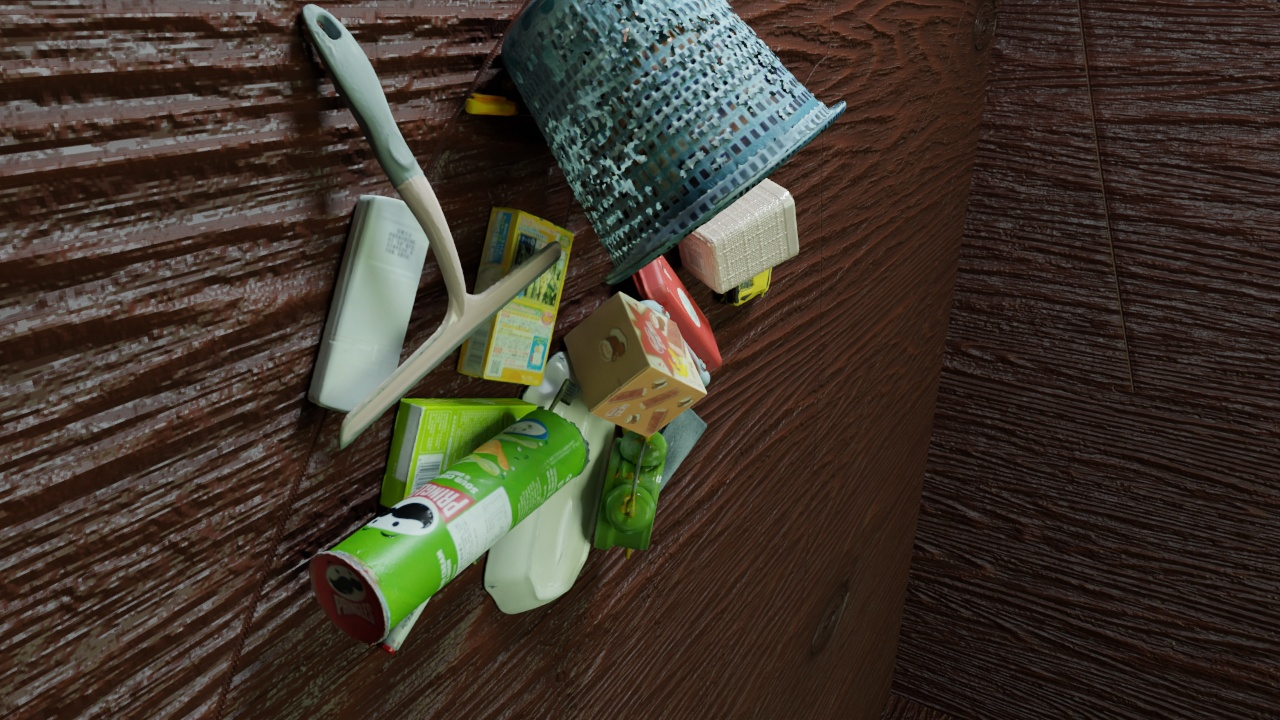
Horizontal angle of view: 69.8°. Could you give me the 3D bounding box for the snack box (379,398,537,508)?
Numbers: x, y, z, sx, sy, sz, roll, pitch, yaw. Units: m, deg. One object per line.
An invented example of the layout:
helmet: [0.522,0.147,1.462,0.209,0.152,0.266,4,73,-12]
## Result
snack box: [-0.145,0.075,0.756,0.156,0.026,0.086,3,100,-62]

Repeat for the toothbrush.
toothbrush: [-0.100,0.095,0.801,0.185,0.017,0.012,-63,-173,-24]

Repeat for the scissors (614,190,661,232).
scissors: [0.014,-0.196,0.922,0.170,0.019,0.181,-14,103,-64]

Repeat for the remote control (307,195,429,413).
remote control: [-0.185,-0.037,0.632,0.058,0.021,0.150,17,86,-55]

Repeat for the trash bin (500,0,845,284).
trash bin: [0.008,-0.201,0.701,0.195,0.227,0.225,53,44,-7]

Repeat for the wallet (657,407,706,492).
wallet: [0.027,0.108,1.074,0.120,0.019,0.097,-53,151,-5]

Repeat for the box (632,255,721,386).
box: [0.011,-0.032,0.993,0.201,0.100,0.102,48,21,-57]

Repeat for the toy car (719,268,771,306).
toy car: [0.145,-0.115,1.205,0.155,0.041,0.071,-25,124,-58]

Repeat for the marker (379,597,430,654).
marker: [-0.170,0.177,0.765,0.144,0.017,0.017,-59,148,-30]

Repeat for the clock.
clock: [-0.009,0.134,0.939,0.161,0.056,0.116,97,4,-60]

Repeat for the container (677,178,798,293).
container: [0.105,-0.143,1.032,0.110,0.090,0.090,-31,135,-17]

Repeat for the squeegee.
squeegee: [-0.153,-0.109,0.602,0.246,0.040,0.250,-48,131,-38]

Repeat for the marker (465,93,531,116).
marker: [-0.097,-0.202,0.731,0.123,0.018,0.015,-22,126,-59]

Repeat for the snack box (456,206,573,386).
snack box: [-0.103,-0.051,0.773,0.086,0.034,0.140,10,95,-63]

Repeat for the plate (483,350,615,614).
plate: [-0.077,0.123,0.898,0.161,0.034,0.265,9,94,-63]

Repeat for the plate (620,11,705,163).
plate: [0.024,-0.285,0.874,0.229,0.028,0.229,4,90,-68]

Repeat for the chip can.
chip can: [-0.132,0.114,0.690,0.235,0.072,0.072,-36,132,-50]

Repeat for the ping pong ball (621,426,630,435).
ping pong ball: [-0.001,0.073,1.013,0.040,0.040,0.040,-35,132,-52]

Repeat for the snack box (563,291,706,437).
snack box: [-0.005,0.005,0.869,0.094,0.077,0.092,26,33,-47]

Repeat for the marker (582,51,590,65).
marker: [-0.039,-0.284,0.807,0.018,0.015,0.124,46,61,-60]

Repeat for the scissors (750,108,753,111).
scissors: [0.118,-0.258,1.111,0.220,0.022,0.234,-62,151,-28]
